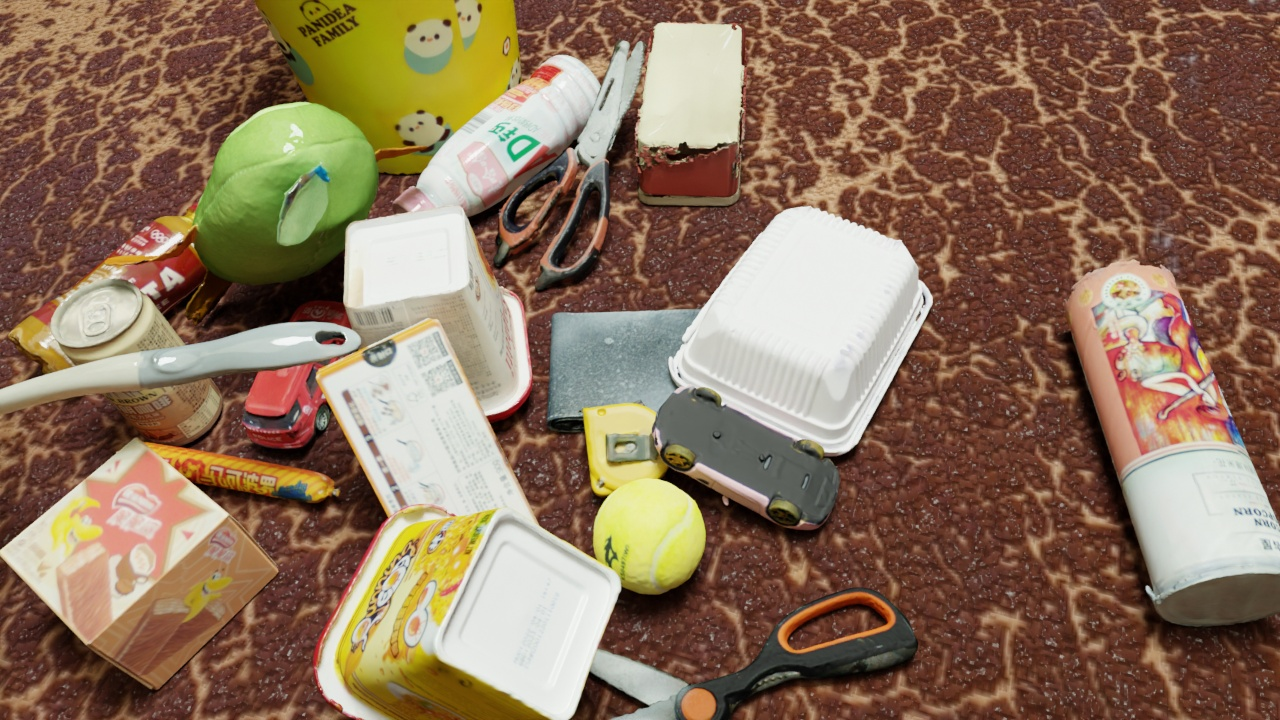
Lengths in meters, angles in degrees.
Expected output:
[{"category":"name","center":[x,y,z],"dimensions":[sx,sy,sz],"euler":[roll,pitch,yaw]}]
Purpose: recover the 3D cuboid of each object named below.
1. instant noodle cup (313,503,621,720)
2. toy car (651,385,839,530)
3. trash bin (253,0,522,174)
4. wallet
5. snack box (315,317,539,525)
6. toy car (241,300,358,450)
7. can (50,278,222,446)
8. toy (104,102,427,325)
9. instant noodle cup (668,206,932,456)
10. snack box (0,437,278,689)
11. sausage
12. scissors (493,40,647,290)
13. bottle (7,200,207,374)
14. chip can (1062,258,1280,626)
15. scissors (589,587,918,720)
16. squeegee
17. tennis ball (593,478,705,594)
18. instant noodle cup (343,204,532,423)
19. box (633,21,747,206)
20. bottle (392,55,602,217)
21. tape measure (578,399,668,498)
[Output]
[{"category":"instant noodle cup","center":[-0.081,0.132,0.458],"dimensions":[0.116,0.124,0.116],"euler":[36,55,-19]},{"category":"toy car","center":[0.064,0.061,0.565],"dimensions":[0.122,0.037,0.056],"euler":[28,57,3]},{"category":"trash bin","center":[-0.206,-0.306,0.737],"dimensions":[0.229,0.256,0.229],"euler":[-2,53,3]},{"category":"wallet","center":[-0.004,0.004,0.636],"dimensions":[0.121,0.019,0.097],"euler":[-2,53,1]},{"category":"snack box","center":[-0.120,0.059,0.536],"dimensions":[0.075,0.154,0.026],"euler":[-27,12,-15]},{"category":"toy car","center":[-0.235,0.005,0.640],"dimensions":[0.053,0.045,0.120],"euler":[5,52,7]},{"category":"can","center":[-0.327,0.004,0.603],"dimensions":[0.058,0.116,0.058],"euler":[-2,53,3]},{"category":"toy","center":[-0.242,-0.103,0.621],"dimensions":[0.226,0.247,0.090],"euler":[-36,97,-30]},{"category":"instant noodle cup","center":[0.113,-0.035,0.618],"dimensions":[0.138,0.060,0.173],"euler":[25,54,19]},{"category":"snack box","center":[-0.290,0.118,0.539],"dimensions":[0.093,0.077,0.094],"euler":[29,61,24]},{"category":"sausage","center":[-0.274,0.074,0.605],"dimensions":[0.165,0.021,0.021],"euler":[7,54,11]},{"category":"scissors","center":[-0.053,-0.162,0.726],"dimensions":[0.195,0.015,0.206],"euler":[-22,66,7]},{"category":"bottle","center":[-0.379,-0.057,0.691],"dimensions":[0.057,0.057,0.174],"euler":[26,59,22]},{"category":"chip can","center":[0.312,0.041,0.544],"dimensions":[0.071,0.071,0.214],"euler":[-1,52,4]},{"category":"scissors","center":[0.055,0.187,0.494],"dimensions":[0.223,0.022,0.221],"euler":[-39,54,-24]},{"category":"squeegee","center":[-0.283,0.010,0.513],"dimensions":[0.246,0.039,0.246],"euler":[-12,71,-6]},{"category":"tennis ball","center":[0.005,0.101,0.530],"dimensions":[0.065,0.066,0.065],"euler":[-3,53,3]},{"category":"instant noodle cup","center":[-0.138,-0.027,0.604],"dimensions":[0.116,0.124,0.116],"euler":[-10,53,-3]},{"category":"box","center":[0.042,-0.213,0.754],"dimensions":[0.091,0.079,0.168],"euler":[2,53,5]},{"category":"bottle","center":[-0.115,-0.170,0.748],"dimensions":[0.068,0.068,0.196],"euler":[33,66,26]},{"category":"tape measure","center":[-0.008,0.055,0.579],"dimensions":[0.057,0.029,0.060],"euler":[-7,76,-1]}]
